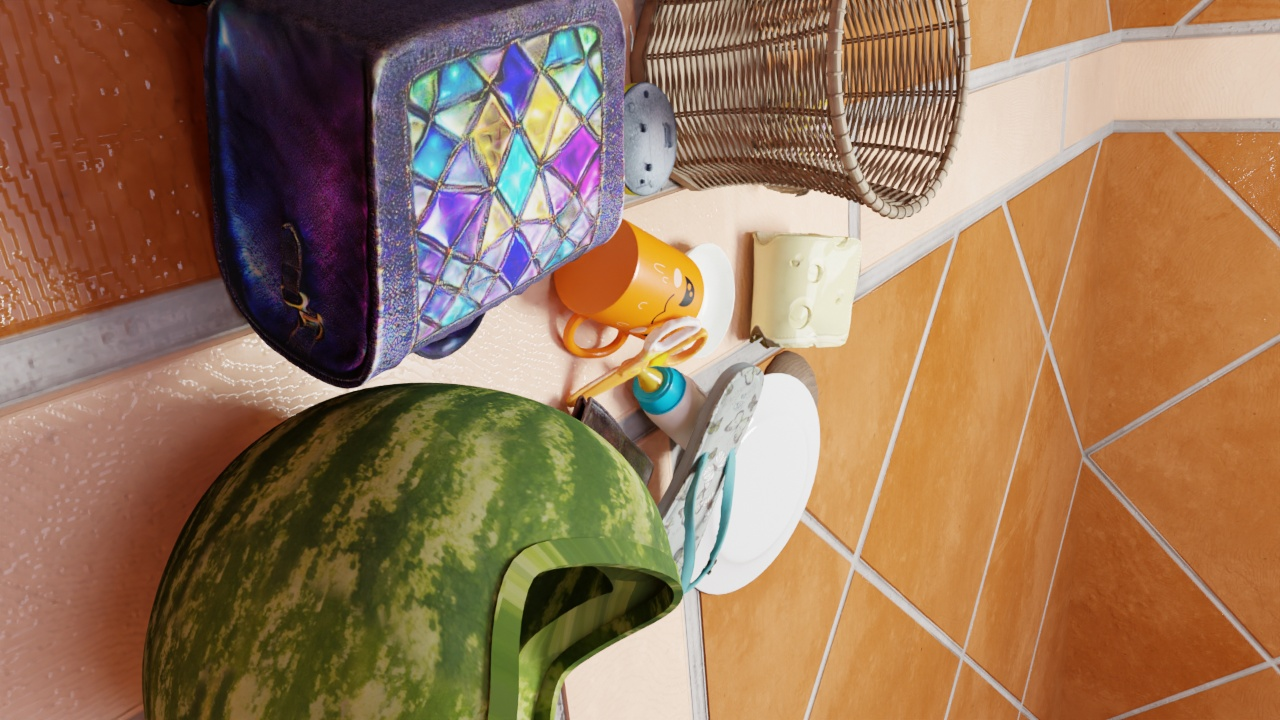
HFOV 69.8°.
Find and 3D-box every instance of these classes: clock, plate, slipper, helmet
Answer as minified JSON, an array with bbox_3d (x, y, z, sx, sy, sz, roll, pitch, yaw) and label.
[{"bbox_3d":[-0.022,-0.163,0.684,0.118,0.057,0.083,-28,121,-48],"label":"clock"},{"bbox_3d":[0.048,-0.055,0.832,0.104,0.026,0.104,-16,110,-52],"label":"plate"},{"bbox_3d":[0.122,0.132,0.955,0.241,0.016,0.243,-20,119,-42],"label":"plate"},{"bbox_3d":[0.056,0.131,0.811,0.098,0.055,0.269,12,105,-58],"label":"slipper"},{"bbox_3d":[-0.116,0.125,0.471,0.213,0.243,0.246,87,28,-56],"label":"helmet"}]

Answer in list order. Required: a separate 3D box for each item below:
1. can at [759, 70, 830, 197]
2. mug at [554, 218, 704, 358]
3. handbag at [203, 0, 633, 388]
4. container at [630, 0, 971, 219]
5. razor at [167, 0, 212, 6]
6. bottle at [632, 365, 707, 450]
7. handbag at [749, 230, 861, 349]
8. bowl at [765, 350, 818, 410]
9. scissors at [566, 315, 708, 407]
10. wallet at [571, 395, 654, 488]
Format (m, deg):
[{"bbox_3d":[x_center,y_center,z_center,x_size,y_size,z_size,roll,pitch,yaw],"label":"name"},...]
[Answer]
[{"bbox_3d":[0.149,-0.221,0.893,0.067,0.068,0.105,33,72,-52],"label":"can"},{"bbox_3d":[-0.018,-0.048,0.714,0.113,0.077,0.095,-51,146,13],"label":"mug"},{"bbox_3d":[-0.113,-0.097,0.508,0.204,0.125,0.222,-38,146,-43],"label":"handbag"},{"bbox_3d":[0.127,-0.232,0.739,0.226,0.196,0.227,-12,107,-48],"label":"container"},{"bbox_3d":[-0.186,-0.193,0.466,0.151,0.054,0.067,15,96,-61],"label":"razor"},{"bbox_3d":[0.030,0.038,0.810,0.146,0.051,0.051,45,63,-49],"label":"bottle"},{"bbox_3d":[0.161,-0.071,0.938,0.111,0.081,0.119,-6,106,-40],"label":"handbag"},{"bbox_3d":[0.170,0.049,1.020,0.117,0.030,0.118,-17,112,-51],"label":"bowl"},{"bbox_3d":[-0.005,0.004,0.722,0.128,0.013,0.064,-29,151,2],"label":"scissors"},{"bbox_3d":[-0.034,0.099,0.732,0.120,0.031,0.099,55,44,-46],"label":"wallet"}]
